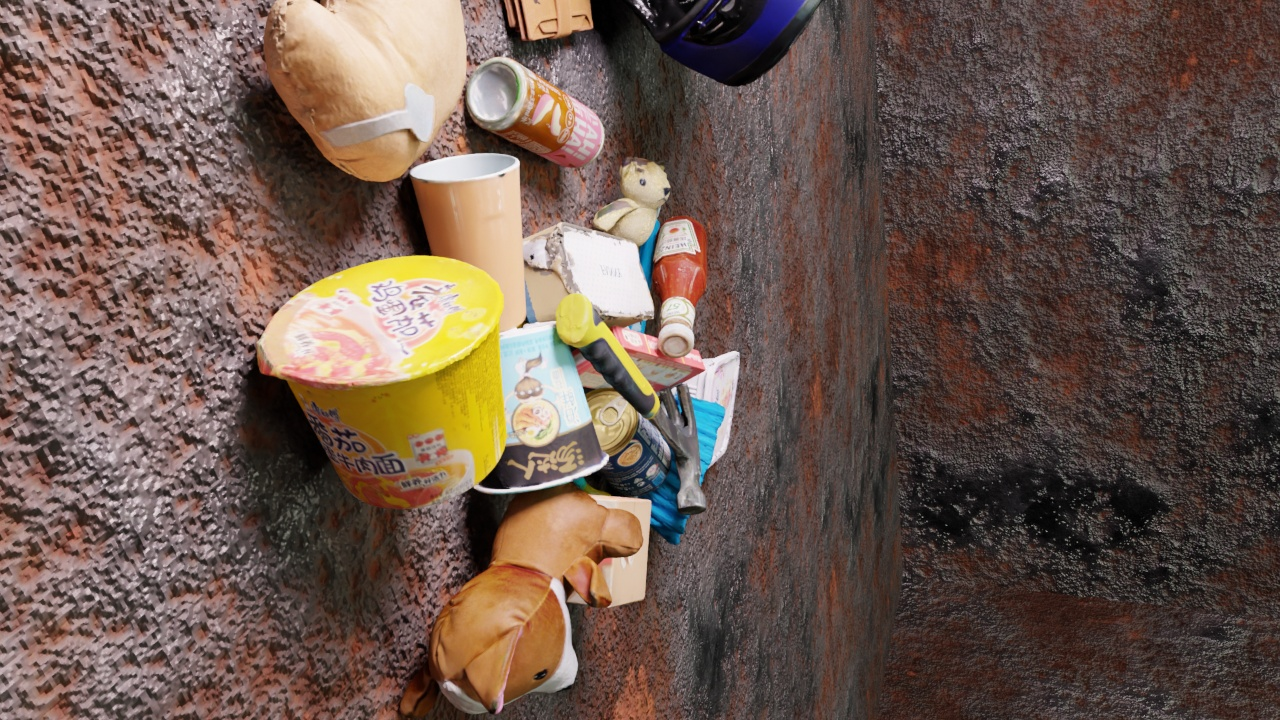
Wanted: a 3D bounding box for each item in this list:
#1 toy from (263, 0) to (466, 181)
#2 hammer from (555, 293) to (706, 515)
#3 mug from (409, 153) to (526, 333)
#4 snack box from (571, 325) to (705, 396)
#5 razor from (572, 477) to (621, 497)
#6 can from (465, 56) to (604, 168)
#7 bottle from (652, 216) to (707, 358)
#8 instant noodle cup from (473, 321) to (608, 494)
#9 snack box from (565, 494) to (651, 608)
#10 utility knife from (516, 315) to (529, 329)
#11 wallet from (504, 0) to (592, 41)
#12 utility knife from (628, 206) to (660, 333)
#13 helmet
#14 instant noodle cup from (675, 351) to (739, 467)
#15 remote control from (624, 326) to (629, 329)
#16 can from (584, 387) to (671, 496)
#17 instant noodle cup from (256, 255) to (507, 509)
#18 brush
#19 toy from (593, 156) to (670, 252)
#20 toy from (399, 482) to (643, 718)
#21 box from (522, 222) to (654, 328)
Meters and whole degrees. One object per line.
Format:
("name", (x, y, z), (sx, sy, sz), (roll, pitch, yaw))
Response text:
("toy", (-0.156, -0.218, 0.581), (0.143, 0.082, 0.225), (70, 28, -57))
("hammer", (0.000, 0.032, 0.828), (0.323, 0.032, 0.126), (53, 29, -56))
("mug", (-0.122, -0.085, 0.682), (0.078, 0.078, 0.123), (-50, 141, -56))
("snack box", (-0.005, 0.005, 0.913), (0.152, 0.075, 0.025), (14, 51, -54))
("razor", (-0.055, 0.120, 0.900), (0.043, 0.028, 0.133), (-46, 145, -15))
("can", (-0.085, -0.205, 0.775), (0.147, 0.058, 0.058), (4, 87, -67))
("bottle", (0.039, -0.077, 0.947), (0.205, 0.060, 0.060), (-84, 162, -52))
("instant noodle cup", (-0.091, 0.033, 0.731), (0.111, 0.111, 0.120), (-27, 107, -64))
("snack box", (-0.050, 0.169, 0.831), (0.077, 0.094, 0.092), (20, 73, -65))
("utility knife", (-0.082, -0.041, 0.843), (0.169, 0.015, 0.033), (-10, 97, -67))
("wallet", (-0.084, -0.340, 0.809), (0.131, 0.031, 0.108), (-44, 129, -57))
("utility knife", (0.006, -0.115, 1.033), (0.018, 0.034, 0.198), (20, 65, -24))
("helmet", (0.059, -0.424, 0.863), (0.240, 0.248, 0.314), (33, 41, -17))
("instant noodle cup", (0.073, 0.057, 1.133), (0.173, 0.060, 0.138), (-15, 114, -71))
("remote control", (-0.020, 0.003, 0.986), (0.135, 0.019, 0.056), (63, 40, -49))
("can", (-0.020, 0.085, 0.922), (0.111, 0.075, 0.075), (54, 43, -55))
("instant noodle cup", (-0.145, 0.016, 0.565), (0.137, 0.138, 0.110), (-60, 153, -48))
("brush", (0.046, 0.037, 1.014), (0.060, 0.109, 0.314), (91, 20, -76))
("toy", (-0.007, -0.132, 0.957), (0.105, 0.066, 0.157), (-13, 119, -51))
("toy", (-0.086, 0.187, 0.692), (0.130, 0.140, 0.199), (50, 41, -7))
("box", (-0.046, -0.072, 0.848), (0.184, 0.060, 0.089), (5, 69, -68))
